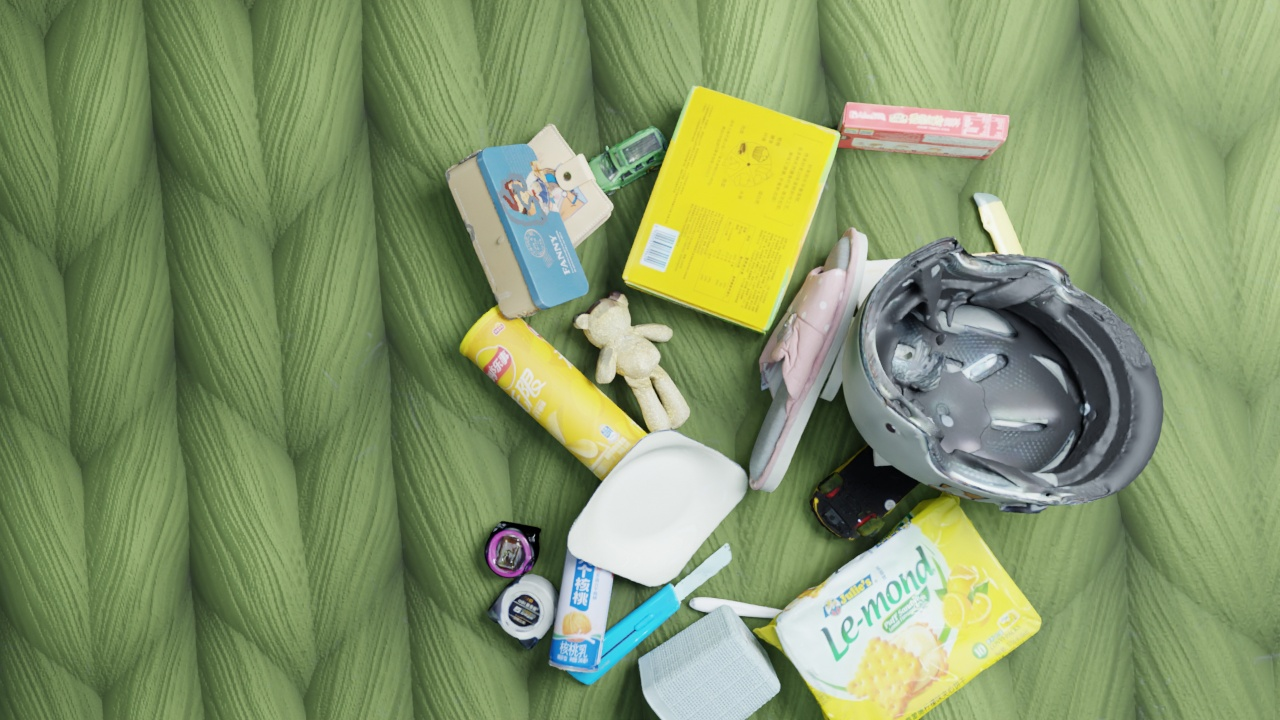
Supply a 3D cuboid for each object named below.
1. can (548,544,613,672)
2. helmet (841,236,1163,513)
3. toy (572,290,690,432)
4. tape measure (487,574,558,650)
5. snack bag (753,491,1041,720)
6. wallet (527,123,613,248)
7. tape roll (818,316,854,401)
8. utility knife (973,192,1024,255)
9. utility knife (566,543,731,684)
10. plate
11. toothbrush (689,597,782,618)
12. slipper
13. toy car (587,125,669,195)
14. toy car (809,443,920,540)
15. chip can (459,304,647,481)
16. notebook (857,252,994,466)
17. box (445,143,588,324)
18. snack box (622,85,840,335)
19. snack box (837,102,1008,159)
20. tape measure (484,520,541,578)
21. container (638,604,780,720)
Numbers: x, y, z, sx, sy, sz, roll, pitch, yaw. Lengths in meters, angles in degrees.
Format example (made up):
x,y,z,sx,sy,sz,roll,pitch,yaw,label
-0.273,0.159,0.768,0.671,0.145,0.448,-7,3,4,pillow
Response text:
x,y,z,sx,sy,sz,roll,pitch,yaw,label
-0.059,0.248,0.947,0.053,0.053,0.134,8,82,7,can
0.298,0.027,0.824,0.274,0.157,0.229,15,69,-12,helmet
-0.006,0.006,0.949,0.105,0.066,0.157,-33,90,-27,toy
-0.119,0.262,0.974,0.066,0.033,0.066,41,97,3,tape measure
0.253,0.254,0.897,0.246,0.068,0.158,-35,88,-3,snack bag
-0.084,-0.180,0.963,0.087,0.024,0.115,-37,84,30,wallet
0.196,-0.002,0.906,0.014,0.085,0.086,20,92,6,tape roll
0.383,-0.070,0.915,0.031,0.022,0.216,-19,81,-9,utility knife
0.012,0.266,0.965,0.218,0.018,0.034,-41,85,5,utility knife
0.014,0.143,0.921,0.163,0.034,0.164,32,101,-38,plate
0.140,0.263,0.949,0.180,0.016,0.016,6,89,7,toothbrush
0.152,-0.002,0.902,0.054,0.114,0.274,19,99,-3,slipper
-0.014,-0.210,0.959,0.091,0.036,0.043,-29,88,10,toy car
0.242,0.115,0.922,0.156,0.041,0.071,-42,85,-4,toy car
-0.088,0.036,0.950,0.213,0.072,0.072,43,95,5,chip can
0.293,-0.003,0.912,0.146,0.010,0.206,-4,82,0,notebook
-0.122,-0.125,0.933,0.062,0.089,0.184,-22,96,35,box
0.092,-0.149,0.927,0.158,0.070,0.210,20,92,7,snack box
0.273,-0.225,0.901,0.153,0.075,0.025,7,89,7,snack box
-0.136,0.201,0.972,0.057,0.039,0.058,12,92,7,tape measure
0.070,0.315,0.919,0.111,0.090,0.090,-37,99,2,container
